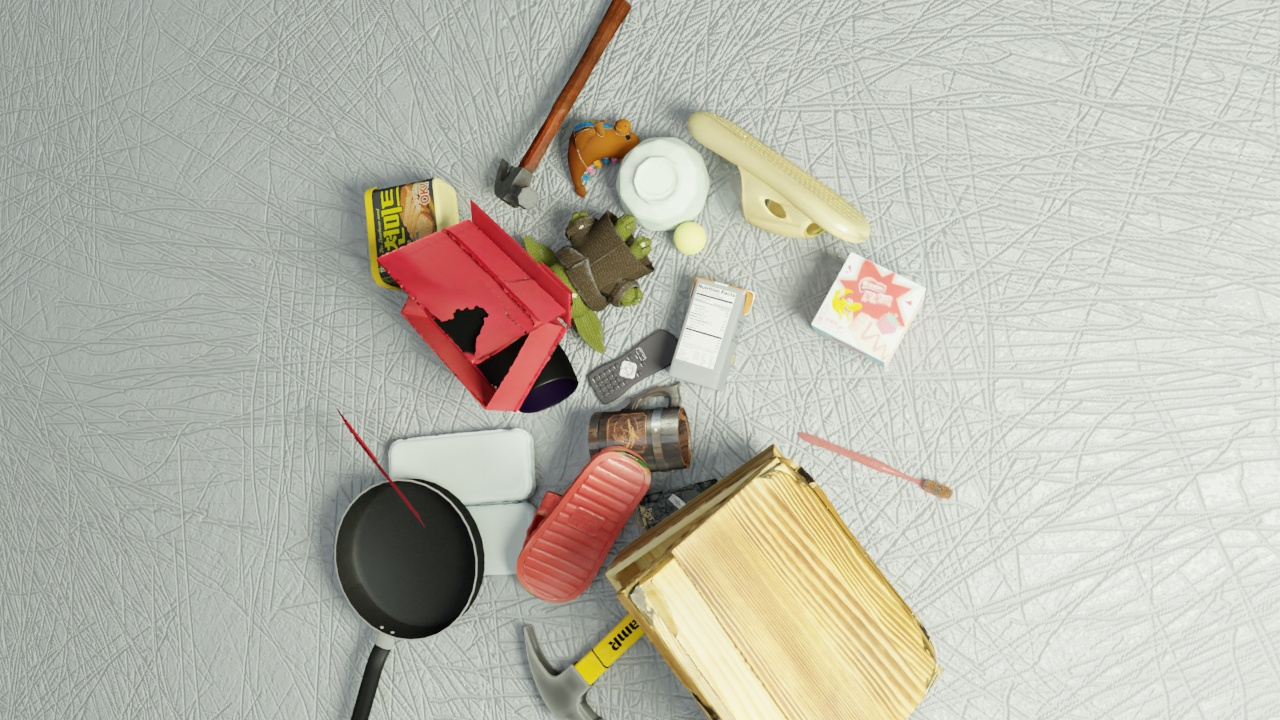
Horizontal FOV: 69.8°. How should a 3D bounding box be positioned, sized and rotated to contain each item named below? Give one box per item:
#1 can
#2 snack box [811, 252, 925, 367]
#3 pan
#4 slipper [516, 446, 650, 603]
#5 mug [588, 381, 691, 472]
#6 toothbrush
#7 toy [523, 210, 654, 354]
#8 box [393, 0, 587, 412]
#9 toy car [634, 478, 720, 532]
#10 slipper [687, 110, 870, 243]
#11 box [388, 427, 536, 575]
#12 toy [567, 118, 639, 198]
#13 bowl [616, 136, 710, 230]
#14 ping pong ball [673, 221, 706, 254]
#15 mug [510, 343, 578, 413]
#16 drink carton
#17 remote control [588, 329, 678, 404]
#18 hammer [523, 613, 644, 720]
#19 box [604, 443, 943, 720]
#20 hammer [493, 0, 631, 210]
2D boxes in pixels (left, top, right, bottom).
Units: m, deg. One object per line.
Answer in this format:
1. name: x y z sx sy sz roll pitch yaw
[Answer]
1. can: -0.296 -0.167 1.209 0.101 0.072 0.130 -9 83 13
2. snack box: 0.258 -0.056 1.035 0.093 0.079 0.095 30 93 16
3. pan: -0.314 0.322 1.176 0.204 0.044 0.356 19 97 16
4. slipper: -0.072 0.190 1.102 0.103 0.059 0.249 25 116 -14
5. mug: 0.001 0.081 1.107 0.107 0.080 0.115 -6 58 14
6. toothbrush: 0.268 0.118 1.053 0.184 0.015 0.015 21 85 18
7. toy: -0.057 -0.114 1.130 0.153 0.078 0.179 -37 80 14
8. box: -0.155 -0.173 1.005 0.214 0.137 0.469 44 130 30
9. toy car: 0.051 0.173 1.094 0.112 0.047 0.047 -15 83 10
10. slipper: 0.150 -0.199 1.075 0.261 0.111 0.079 41 119 19
11. box: -0.230 0.186 1.182 0.209 0.037 0.190 -5 82 18
12. toy: -0.047 -0.256 1.164 0.090 0.070 0.103 6 110 4
13. bowl: 0.024 -0.216 1.112 0.117 0.061 0.117 1 97 8
14. ping pong ball: 0.060 -0.149 1.119 0.040 0.040 0.040 -1 85 16
15. mug: -0.144 0.012 1.154 0.119 0.084 0.100 -45 63 38
16. drink carton: 0.084 -0.031 1.099 0.076 0.048 0.125 17 91 17
17. remote control: -0.007 0.007 1.143 0.124 0.009 0.046 -32 78 11
18. hammer: -0.002 0.309 1.110 0.325 0.034 0.170 -45 74 7
19. box: 0.141 0.264 0.932 0.270 0.264 0.279 -37 86 8
20. hammer: -0.096 -0.328 1.165 0.111 0.028 0.300 24 83 56
